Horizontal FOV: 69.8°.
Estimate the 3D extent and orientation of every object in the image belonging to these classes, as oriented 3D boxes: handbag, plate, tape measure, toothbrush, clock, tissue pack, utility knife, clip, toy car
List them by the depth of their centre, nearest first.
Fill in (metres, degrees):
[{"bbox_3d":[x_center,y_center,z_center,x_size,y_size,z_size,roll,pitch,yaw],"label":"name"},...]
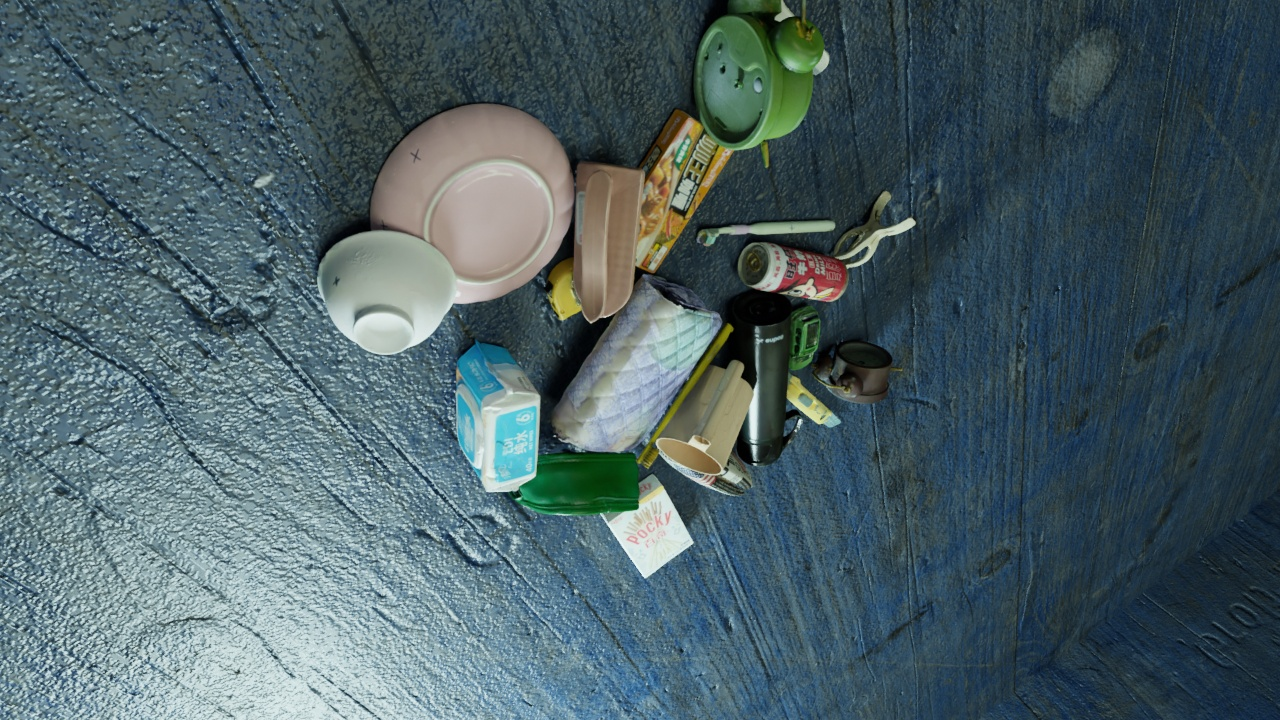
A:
[{"bbox_3d":[-0.139,-0.129,0.814,0.192,0.039,0.193,-19,133,-22],"label":"plate"},{"bbox_3d":[0.106,-0.264,0.818,0.056,0.116,0.162,-14,142,-29],"label":"clock"},{"bbox_3d":[-0.065,-0.073,0.920,0.060,0.029,0.057,-30,135,-12],"label":"tape measure"},{"bbox_3d":[-0.147,0.058,0.923,0.063,0.090,0.140,-14,131,-27],"label":"tissue pack"},{"bbox_3d":[-0.006,0.006,0.985,0.194,0.075,0.134,-56,154,14],"label":"handbag"},{"bbox_3d":[0.144,-0.144,1.019,0.189,0.029,0.020,-10,88,-31],"label":"toothbrush"},{"bbox_3d":[0.052,0.038,1.026,0.190,0.016,0.016,-57,-179,-13],"label":"toothbrush"},{"bbox_3d":[-0.071,0.140,1.034,0.131,0.120,0.068,3,78,-39],"label":"handbag"},{"bbox_3d":[0.273,-0.148,1.088,0.097,0.060,0.034,-43,138,18],"label":"clip"},{"bbox_3d":[0.200,-0.025,1.142,0.043,0.036,0.091,-22,137,-22],"label":"toy car"},{"bbox_3d":[0.277,0.017,1.195,0.121,0.082,0.055,-12,125,-29],"label":"clock"},{"bbox_3d":[0.229,0.056,1.246,0.031,0.019,0.177,-43,142,11],"label":"utility knife"}]

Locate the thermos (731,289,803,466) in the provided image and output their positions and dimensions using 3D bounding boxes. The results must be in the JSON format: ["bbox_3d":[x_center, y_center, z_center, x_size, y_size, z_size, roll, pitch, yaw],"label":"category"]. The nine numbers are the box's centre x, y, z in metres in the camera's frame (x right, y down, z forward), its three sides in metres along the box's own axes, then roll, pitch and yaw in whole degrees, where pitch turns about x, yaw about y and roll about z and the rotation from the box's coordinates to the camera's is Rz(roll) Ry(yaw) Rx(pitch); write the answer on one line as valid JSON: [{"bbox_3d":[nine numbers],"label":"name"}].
[{"bbox_3d":[0.157,0.024,1.127,0.090,0.068,0.243,-19,134,-13],"label":"thermos"}]

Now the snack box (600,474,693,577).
[{"bbox_3d":[0.011,0.221,1.213,0.084,0.027,0.157,-34,137,-7],"label":"snack box"}]

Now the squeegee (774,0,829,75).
[{"bbox_3d":[0.171,-0.409,0.807,0.246,0.039,0.247,21,109,-44],"label":"squeegee"}]

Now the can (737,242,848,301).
[{"bbox_3d":[0.175,-0.101,1.048,0.132,0.053,0.053,6,120,-38],"label":"can"}]

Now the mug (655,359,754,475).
[{"bbox_3d":[0.079,0.061,1.050,0.103,0.084,0.125,-63,177,-22],"label":"mug"}]

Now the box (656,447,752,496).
[{"bbox_3d":[0.080,0.141,1.168,0.077,0.074,0.163,-43,140,11],"label":"box"}]

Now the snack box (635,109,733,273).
[{"bbox_3d":[0.024,-0.165,0.910,0.075,0.026,0.154,18,112,-43],"label":"snack box"}]

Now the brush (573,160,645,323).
[{"bbox_3d":[-0.034,-0.109,0.856,0.072,0.063,0.146,-50,148,-65],"label":"brush"}]

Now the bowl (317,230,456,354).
[{"bbox_3d":[-0.216,-0.045,0.781,0.118,0.064,0.118,-6,137,-6],"label":"bowl"}]
